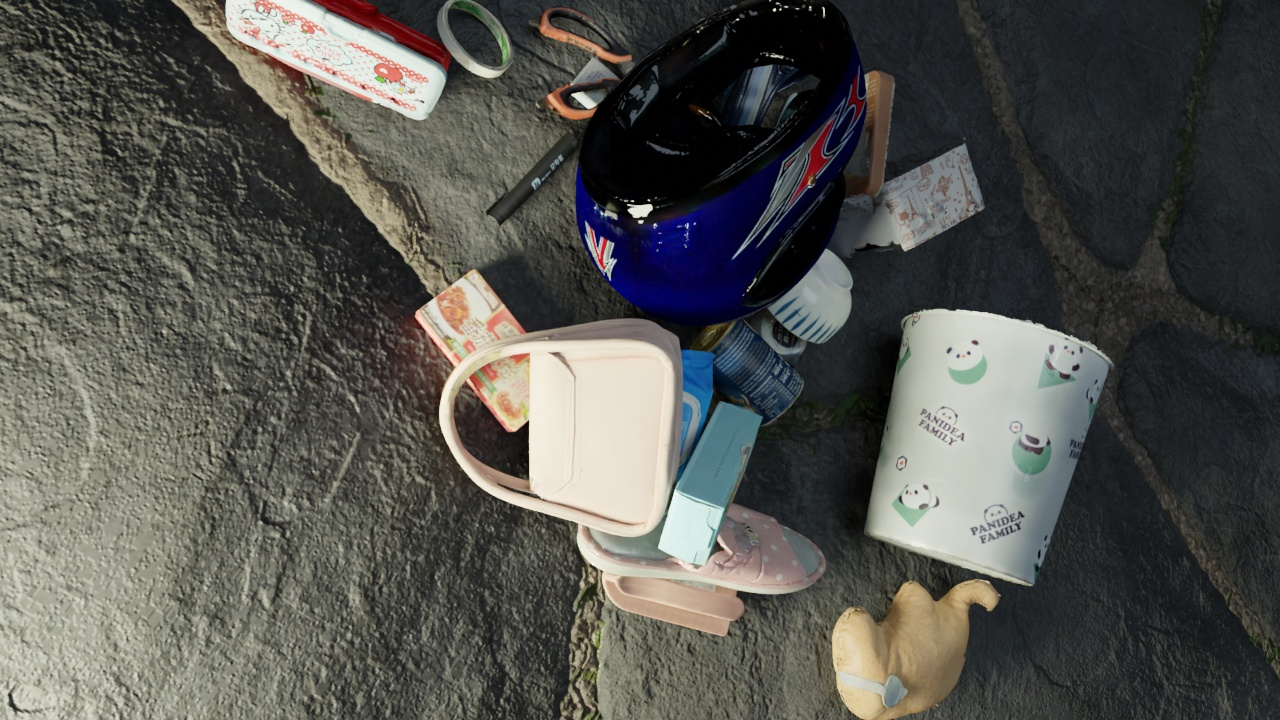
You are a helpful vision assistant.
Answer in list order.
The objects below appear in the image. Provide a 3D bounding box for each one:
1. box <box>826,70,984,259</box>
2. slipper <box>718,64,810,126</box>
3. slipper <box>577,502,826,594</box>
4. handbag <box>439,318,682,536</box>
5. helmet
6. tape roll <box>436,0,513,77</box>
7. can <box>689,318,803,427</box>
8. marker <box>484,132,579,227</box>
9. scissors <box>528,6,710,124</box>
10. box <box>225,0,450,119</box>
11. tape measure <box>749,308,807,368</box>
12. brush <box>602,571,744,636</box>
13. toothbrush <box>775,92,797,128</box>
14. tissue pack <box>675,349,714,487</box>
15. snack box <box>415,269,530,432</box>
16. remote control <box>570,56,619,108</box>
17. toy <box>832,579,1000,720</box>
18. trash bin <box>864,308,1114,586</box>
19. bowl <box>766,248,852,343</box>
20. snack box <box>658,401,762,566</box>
[{"bbox_3d":[0.240,-0.217,1.014,0.154,0.183,0.185,-27,103,-24],"label":"box"},{"bbox_3d":[0.161,-0.348,1.043,0.095,0.105,0.252,24,77,-10],"label":"slipper"},{"bbox_3d":[0.069,0.181,0.935,0.274,0.114,0.055,9,119,-19],"label":"slipper"},{"bbox_3d":[-0.078,0.057,0.871,0.234,0.093,0.193,3,103,4],"label":"handbag"},{"bbox_3d":[0.089,-0.176,0.913,0.315,0.240,0.247,-42,55,-7],"label":"helmet"},{"bbox_3d":[-0.168,-0.329,0.936,0.085,0.014,0.085,26,50,-36],"label":"tape roll"},{"bbox_3d":[0.115,0.010,0.996,0.111,0.075,0.075,43,70,-12],"label":"can"},{"bbox_3d":[-0.113,-0.190,0.960,0.022,0.020,0.131,35,70,16],"label":"marker"},{"bbox_3d":[-0.022,-0.310,0.991,0.225,0.015,0.189,-32,90,-24],"label":"scissors"},{"bbox_3d":[-0.277,-0.310,0.863,0.201,0.102,0.095,21,76,-19],"label":"box"},{"bbox_3d":[0.157,-0.030,1.042,0.066,0.034,0.065,32,71,-18],"label":"tape measure"},{"bbox_3d":[0.031,0.235,0.935,0.145,0.073,0.063,18,80,-17],"label":"brush"},{"bbox_3d":[0.152,-0.236,1.074,0.016,0.018,0.191,27,74,-17],"label":"toothbrush"},{"bbox_3d":[0.019,0.060,0.943,0.095,0.052,0.157,11,101,-20],"label":"tissue pack"},{"bbox_3d":[-0.148,-0.009,0.918,0.075,0.025,0.153,-40,99,-21],"label":"snack box"},{"bbox_3d":[-0.018,-0.274,1.006,0.125,0.024,0.049,38,69,-13],"label":"remote control"},{"bbox_3d":[0.314,0.322,1.036,0.225,0.083,0.143,-14,101,-26],"label":"toy"},{"bbox_3d":[0.370,0.099,1.018,0.229,0.230,0.251,21,81,-19],"label":"trash bin"},{"bbox_3d":[0.191,-0.084,1.017,0.116,0.066,0.116,26,42,-26],"label":"bowl"},{"bbox_3d":[0.072,0.118,0.911,0.051,0.074,0.174,19,33,11],"label":"snack box"}]
